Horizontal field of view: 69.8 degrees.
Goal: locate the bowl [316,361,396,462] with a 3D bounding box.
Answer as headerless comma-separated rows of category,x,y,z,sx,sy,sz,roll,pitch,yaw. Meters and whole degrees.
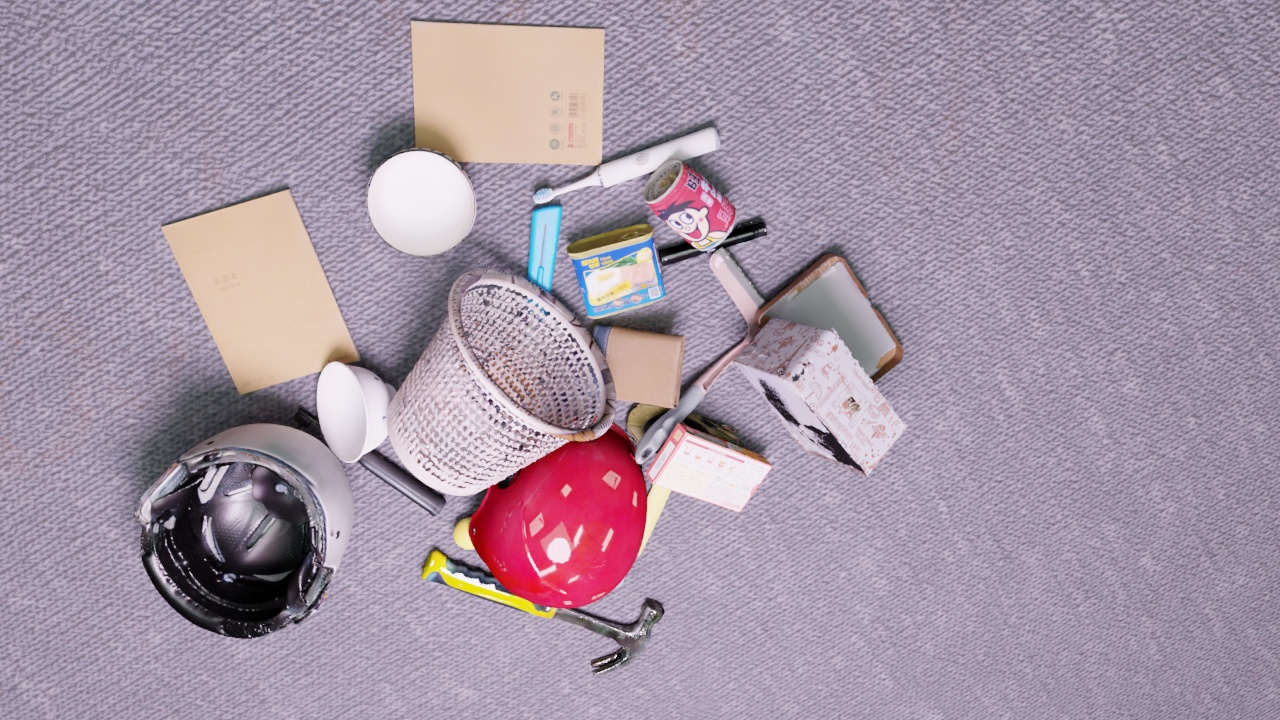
bowl,-0.322,0.056,1.076,0.064,0.118,0.118,-9,116,-44

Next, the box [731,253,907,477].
box,0.241,-0.001,1.083,0.193,0.157,0.183,-46,116,-9

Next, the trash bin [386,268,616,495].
trash bin,-0.171,0.042,1.028,0.227,0.227,0.193,39,119,-18

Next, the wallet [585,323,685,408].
wallet,-0.006,0.006,1.089,0.115,0.033,0.090,7,90,22

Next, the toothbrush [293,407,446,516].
toothbrush,-0.332,0.124,1.128,0.212,0.026,0.027,38,89,-18

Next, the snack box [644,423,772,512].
snack box,0.086,0.135,1.131,0.155,0.027,0.077,24,106,-36

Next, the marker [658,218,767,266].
marker,0.085,-0.140,1.090,0.132,0.020,0.022,-17,97,-2

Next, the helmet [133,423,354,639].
helmet,-0.437,0.179,1.065,0.230,0.156,0.275,35,121,-4

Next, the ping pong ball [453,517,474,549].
ping pong ball,-0.218,0.221,1.169,0.040,0.040,0.040,-2,110,-7

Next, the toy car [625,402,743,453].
toy car,0.055,0.100,1.163,0.158,0.042,0.070,23,105,-12

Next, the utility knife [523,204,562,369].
utility knife,-0.119,-0.084,1.085,0.034,0.018,0.205,5,110,-10

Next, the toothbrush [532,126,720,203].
toothbrush,-0.017,-0.219,1.044,0.221,0.026,0.026,-19,69,0

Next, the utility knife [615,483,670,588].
utility knife,0.003,0.219,1.209,0.031,0.021,0.207,21,99,-11

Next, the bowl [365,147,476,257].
bowl,-0.238,-0.178,1.009,0.116,0.066,0.116,-2,111,-6

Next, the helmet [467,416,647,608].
helmet,-0.080,0.198,1.114,0.207,0.144,0.240,27,97,-27

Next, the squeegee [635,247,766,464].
squeegee,0.078,0.033,1.127,0.249,0.040,0.247,-45,114,-9

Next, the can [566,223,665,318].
can,-0.027,-0.104,1.069,0.102,0.057,0.083,-15,113,-1

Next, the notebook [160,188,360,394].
notebook,-0.431,-0.074,1.052,0.149,0.012,0.211,-16,111,0

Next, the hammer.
hammer,-0.136,0.330,1.225,0.323,0.032,0.126,24,104,-15

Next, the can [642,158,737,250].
can,0.056,-0.176,1.038,0.093,0.066,0.066,36,102,-31

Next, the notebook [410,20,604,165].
notebook,-0.144,-0.292,1.011,0.207,0.008,0.148,0,109,-7
